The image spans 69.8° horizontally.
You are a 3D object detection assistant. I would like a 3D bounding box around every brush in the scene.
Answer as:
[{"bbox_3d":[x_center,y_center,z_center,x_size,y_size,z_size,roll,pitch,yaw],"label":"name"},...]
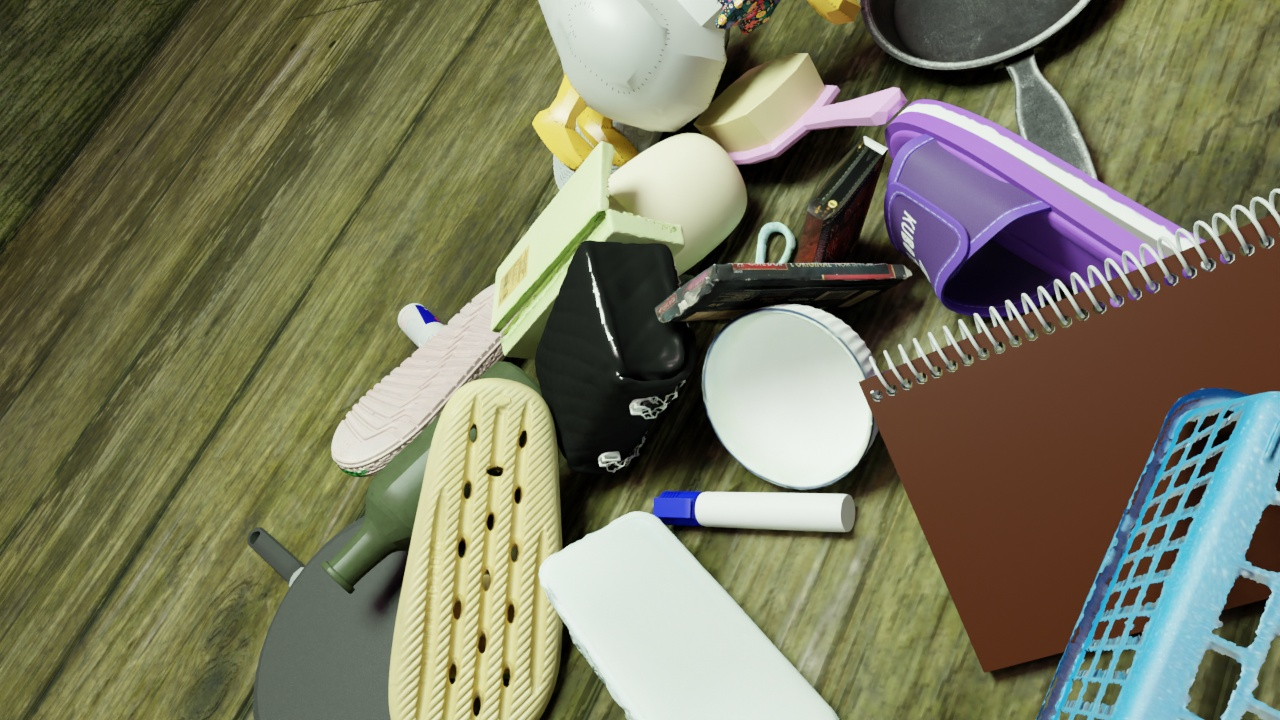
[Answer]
[{"bbox_3d":[0.118,-0.195,0.702,0.089,0.043,0.229,-45,21,-8],"label":"brush"}]

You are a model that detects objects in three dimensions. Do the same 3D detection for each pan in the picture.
[{"bbox_3d":[-0.265,0.206,0.771,0.357,0.034,0.225,19,72,43],"label":"pan"},{"bbox_3d":[0.270,-0.225,0.660,0.188,0.055,0.356,-20,61,25],"label":"pan"}]

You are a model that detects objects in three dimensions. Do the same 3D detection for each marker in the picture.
[{"bbox_3d":[0.071,0.097,0.593,0.133,0.027,0.023,-5,78,36],"label":"marker"}]

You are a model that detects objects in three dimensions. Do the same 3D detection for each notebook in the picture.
[{"bbox_3d":[0.234,0.040,0.444,0.209,0.022,0.171,-25,83,22],"label":"notebook"}]

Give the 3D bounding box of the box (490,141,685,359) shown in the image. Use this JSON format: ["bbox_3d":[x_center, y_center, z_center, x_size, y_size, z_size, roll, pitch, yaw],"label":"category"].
[{"bbox_3d":[-0.044,-0.070,0.716,0.189,0.083,0.091,-38,37,48],"label":"box"}]

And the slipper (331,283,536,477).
[{"bbox_3d":[-0.162,0.022,0.807,0.094,0.064,0.238,11,49,40],"label":"slipper"}]

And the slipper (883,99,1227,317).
[{"bbox_3d":[0.218,-0.063,0.544,0.084,0.107,0.266,-44,47,2],"label":"slipper"}]

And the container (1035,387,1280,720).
[{"bbox_3d":[0.250,0.188,0.291,0.257,0.089,0.361,22,77,31],"label":"container"}]

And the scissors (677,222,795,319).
[{"bbox_3d":[0.086,-0.040,0.691,0.159,0.025,0.171,-46,47,-8],"label":"scissors"}]

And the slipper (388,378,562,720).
[{"bbox_3d":[-0.109,0.144,0.648,0.111,0.079,0.261,6,76,-9],"label":"slipper"}]

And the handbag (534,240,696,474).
[{"bbox_3d":[-0.004,0.003,0.656,0.154,0.114,0.125,124,141,-51],"label":"handbag"}]

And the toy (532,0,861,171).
[{"bbox_3d":[0.019,-0.272,0.719,0.246,0.140,0.268,44,118,9],"label":"toy"}]

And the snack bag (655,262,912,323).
[{"bbox_3d":[0.091,-0.042,0.589,0.075,0.155,0.018,-33,64,57],"label":"snack bag"}]

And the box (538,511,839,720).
[{"bbox_3d":[0.022,0.170,0.540,0.122,0.083,0.215,-53,43,-2],"label":"box"}]

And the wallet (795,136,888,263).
[{"bbox_3d":[0.129,-0.089,0.615,0.019,0.123,0.072,34,74,16],"label":"wallet"}]

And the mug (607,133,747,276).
[{"bbox_3d":[0.028,-0.133,0.750,0.099,0.096,0.120,-38,28,-7],"label":"mug"}]

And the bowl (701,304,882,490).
[{"bbox_3d":[0.105,0.016,0.585,0.118,0.118,0.062,1,18,39],"label":"bowl"}]

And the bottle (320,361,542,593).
[{"bbox_3d":[-0.157,0.092,0.710,0.206,0.071,0.071,-46,41,-20],"label":"bottle"}]

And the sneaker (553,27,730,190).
[{"bbox_3d":[0.005,-0.246,0.856,0.236,0.089,0.087,-49,0,19],"label":"sneaker"}]

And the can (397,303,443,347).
[{"bbox_3d":[-0.205,-0.024,0.893,0.032,0.032,0.095,-50,43,-4],"label":"can"}]
